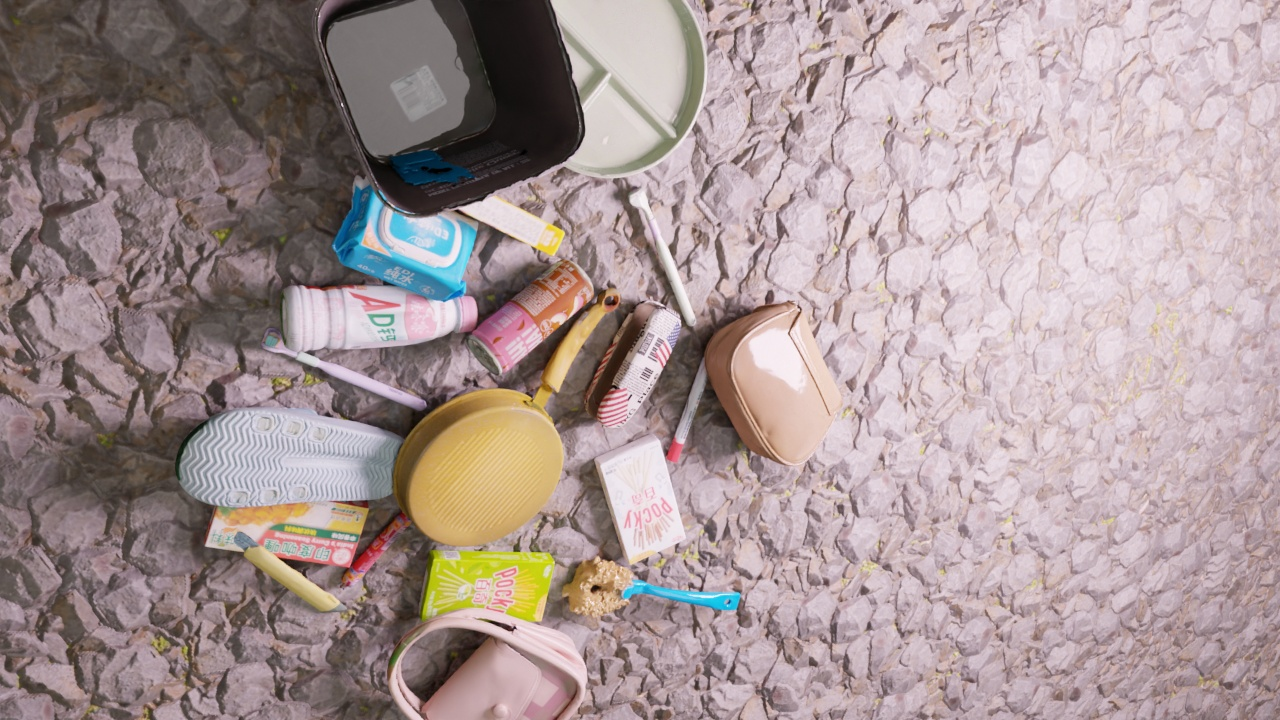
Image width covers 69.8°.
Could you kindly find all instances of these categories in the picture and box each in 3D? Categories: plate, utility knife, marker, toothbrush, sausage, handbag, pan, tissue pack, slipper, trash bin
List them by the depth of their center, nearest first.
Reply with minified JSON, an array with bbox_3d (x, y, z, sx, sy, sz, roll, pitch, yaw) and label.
[{"bbox_3d":[-0.190,-0.257,0.846,0.198,0.220,0.199,-24,114,-16],"label":"trash bin"},{"bbox_3d":[-0.237,-0.124,0.938,0.140,0.063,0.089,23,62,-28],"label":"tissue pack"},{"bbox_3d":[-0.361,0.098,0.974,0.245,0.074,0.104,10,101,-42],"label":"slipper"},{"bbox_3d":[-0.316,0.014,0.994,0.189,0.029,0.021,28,134,-30],"label":"toothbrush"},{"bbox_3d":[-0.035,-0.316,1.004,0.229,0.027,0.230,-8,110,-22],"label":"plate"},{"bbox_3d":[-0.390,0.240,1.017,0.031,0.019,0.177,-26,136,8],"label":"utility knife"},{"bbox_3d":[-0.135,0.060,1.064,0.357,0.078,0.197,-46,134,0],"label":"pan"},{"bbox_3d":[-0.295,0.207,1.065,0.156,0.020,0.020,-48,119,-3],"label":"sausage"},{"bbox_3d":[0.030,-0.120,1.102,0.029,0.020,0.190,-50,126,-39],"label":"toothbrush"},{"bbox_3d":[-0.200,0.393,1.123,0.234,0.093,0.193,41,95,-25],"label":"handbag"},{"bbox_3d":[0.169,0.028,1.171,0.147,0.100,0.204,-38,118,-17],"label":"handbag"},{"bbox_3d":[0.064,0.062,1.177,0.017,0.017,0.145,14,100,-27],"label":"marker"}]

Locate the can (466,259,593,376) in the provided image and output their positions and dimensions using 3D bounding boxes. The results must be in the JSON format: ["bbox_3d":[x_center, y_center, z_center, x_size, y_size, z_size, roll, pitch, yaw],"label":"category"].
[{"bbox_3d":[-0.121,-0.049,1.019,0.147,0.058,0.058,-42,119,-21],"label":"can"}]

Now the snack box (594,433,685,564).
[{"bbox_3d":[0.001,0.179,1.183,0.084,0.027,0.157,-22,114,-16],"label":"snack box"}]

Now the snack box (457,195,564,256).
[{"bbox_3d":[-0.156,-0.158,0.968,0.140,0.087,0.034,22,96,-28],"label":"snack box"}]

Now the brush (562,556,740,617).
[{"bbox_3d":[0.020,0.309,1.217,0.254,0.046,0.083,12,98,-21],"label":"brush"}]

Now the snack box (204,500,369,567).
[{"bbox_3d":[-0.387,0.178,1.011,0.155,0.027,0.077,16,102,-27],"label":"snack box"}]

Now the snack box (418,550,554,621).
[{"bbox_3d":[-0.189,0.279,1.132,0.156,0.026,0.086,8,104,-26],"label":"snack box"}]

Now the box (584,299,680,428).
[{"bbox_3d":[0.000,0.010,1.099,0.075,0.076,0.163,28,91,-34],"label":"box"}]

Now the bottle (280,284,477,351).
[{"bbox_3d":[-0.273,-0.046,0.968,0.196,0.068,0.068,-3,108,-27],"label":"bottle"}]
